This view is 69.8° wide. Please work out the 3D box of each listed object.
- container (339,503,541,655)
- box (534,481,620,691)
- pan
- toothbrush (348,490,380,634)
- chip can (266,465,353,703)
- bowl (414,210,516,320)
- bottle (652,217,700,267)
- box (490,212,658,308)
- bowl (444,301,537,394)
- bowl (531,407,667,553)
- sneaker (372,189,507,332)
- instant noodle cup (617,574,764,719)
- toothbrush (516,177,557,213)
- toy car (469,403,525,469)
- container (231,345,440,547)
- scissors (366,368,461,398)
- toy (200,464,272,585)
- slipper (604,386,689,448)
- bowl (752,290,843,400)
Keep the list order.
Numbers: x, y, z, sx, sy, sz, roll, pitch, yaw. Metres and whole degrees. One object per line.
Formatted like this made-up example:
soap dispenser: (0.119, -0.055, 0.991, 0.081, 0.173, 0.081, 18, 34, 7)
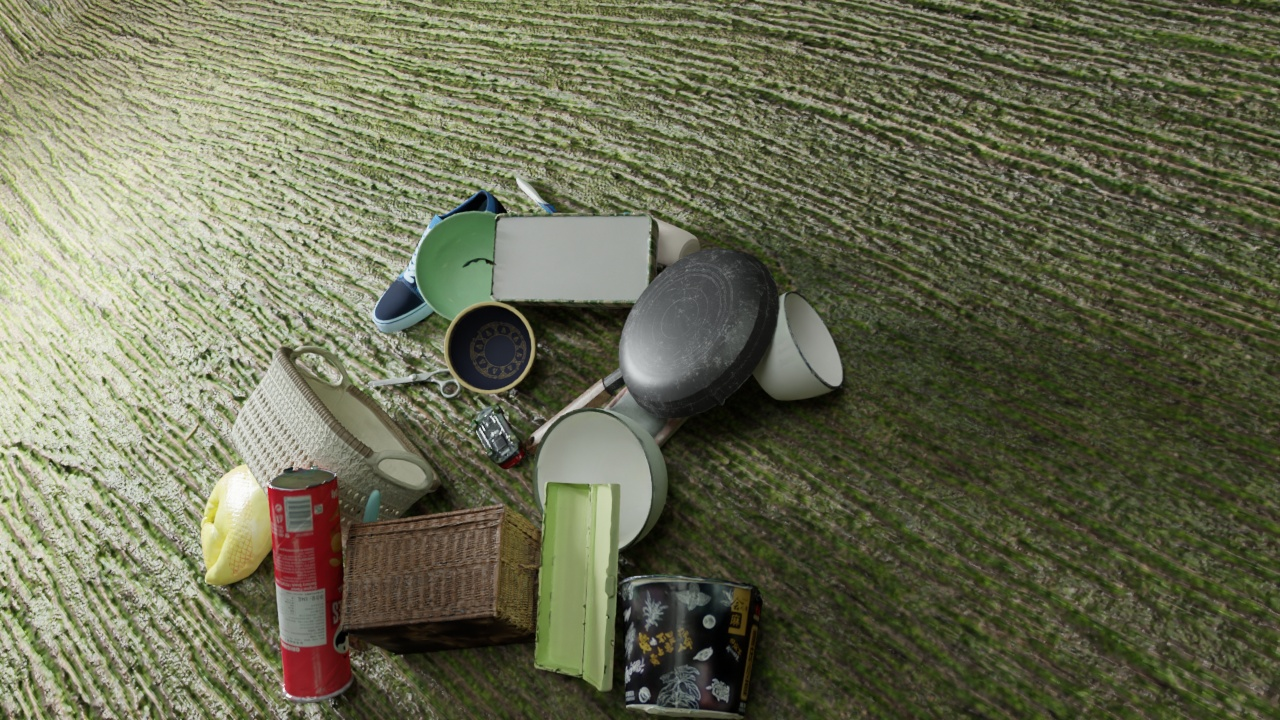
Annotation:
container: (-0.200, 0.230, 0.951, 0.199, 0.114, 0.112, -11, 57, 17)
box: (-0.054, 0.211, 0.883, 0.141, 0.044, 0.187, -14, 72, 58)
pan: (-0.006, 0.006, 1.005, 0.358, 0.040, 0.207, -36, 44, 20)
toothbrush: (-0.310, 0.224, 1.004, 0.016, 0.016, 0.181, 29, 106, 43)
chip can: (-0.341, 0.229, 0.947, 0.073, 0.073, 0.233, 6, 103, 26)
bowl: (-0.214, -0.114, 1.205, 0.151, 0.077, 0.150, 0, 81, -3)
bottle: (0.009, -0.158, 1.171, 0.146, 0.051, 0.051, 28, 71, 35)
box: (-0.081, -0.122, 1.126, 0.206, 0.050, 0.117, 0, 86, 14)
bowl: (-0.180, -0.014, 1.138, 0.112, 0.061, 0.112, 0, 87, 5)
bowl: (-0.033, 0.124, 0.958, 0.154, 0.072, 0.153, 1, 92, 34)
sneaker: (-0.288, -0.147, 1.260, 0.241, 0.098, 0.083, -43, 51, -9)
instant noodle cup: (0.044, 0.260, 0.821, 0.137, 0.137, 0.112, -5, 66, 20)
toothbrush: (-0.127, -0.217, 1.295, 0.017, 0.016, 0.189, -34, 50, -15)
toy car: (-0.168, 0.089, 1.084, 0.042, 0.036, 0.091, -37, 52, -4)
container: (-0.361, 0.102, 1.074, 0.143, 0.184, 0.246, -50, 51, -2)
scissors: (-0.280, 0.015, 1.199, 0.171, 0.014, 0.094, 13, 65, 27)
toy: (-0.491, 0.192, 1.137, 0.155, 0.064, 0.170, -40, 44, 9)
slipper: (0.036, 0.008, 1.042, 0.114, 0.054, 0.274, 28, 72, 35)
bowl: (0.157, -0.009, 0.971, 0.066, 0.116, 0.116, -29, 48, 29)
